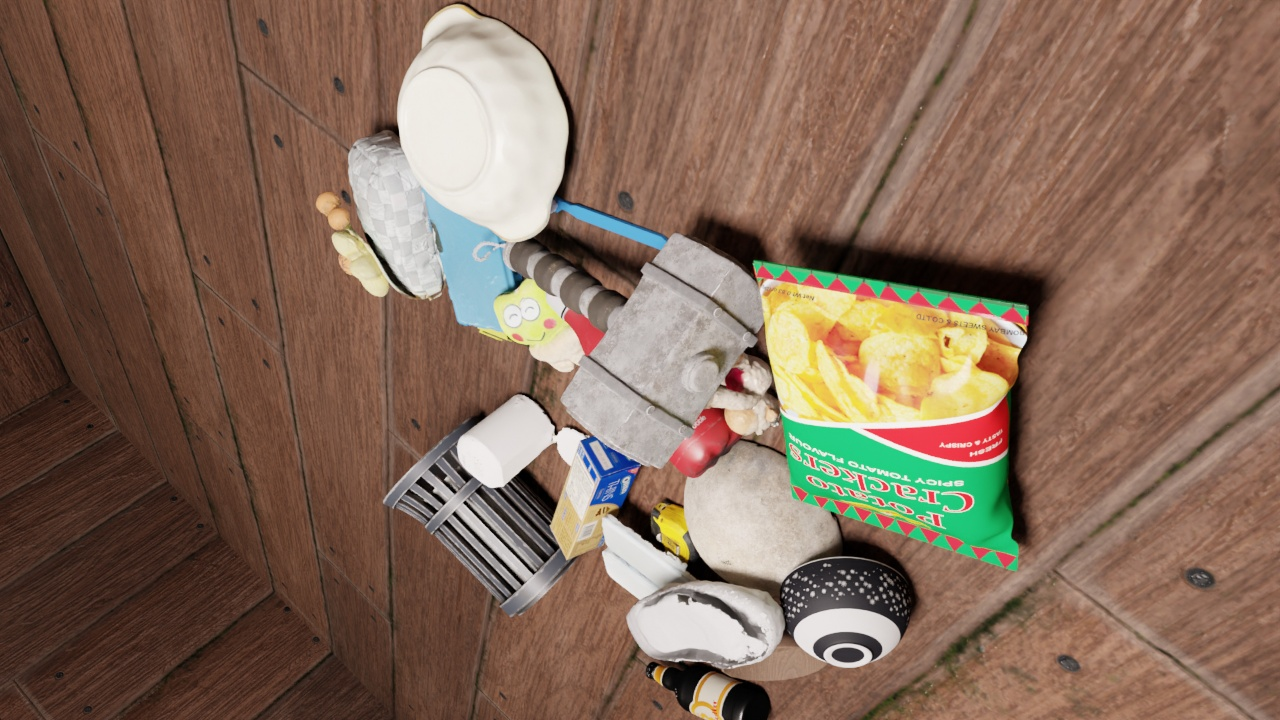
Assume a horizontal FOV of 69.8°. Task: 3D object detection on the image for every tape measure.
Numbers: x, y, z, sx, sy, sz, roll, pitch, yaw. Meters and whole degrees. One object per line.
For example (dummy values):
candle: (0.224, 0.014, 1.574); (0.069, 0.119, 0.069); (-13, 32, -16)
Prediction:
tape measure: (0.042, 0.197, 1.036); (0.064, 0.037, 0.066); (27, 139, 30)

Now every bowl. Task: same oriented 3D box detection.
bowl: (-0.157, -0.208, 0.825); (0.189, 0.060, 0.219); (-15, 98, 37)
bowl: (0.105, 0.173, 0.912); (0.178, 0.081, 0.179); (31, 141, 28)
bowl: (0.189, 0.242, 0.846); (0.120, 0.066, 0.120); (4, 135, 4)
bowl: (0.145, 0.319, 1.004); (0.118, 0.030, 0.118); (-1, 144, -1)

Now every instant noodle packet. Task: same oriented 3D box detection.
instant noodle packet: (0.188, 0.045, 0.694); (0.196, 0.090, 0.253); (15, 135, 35)

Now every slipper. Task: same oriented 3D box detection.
slipper: (0.068, 0.265, 0.936); (0.112, 0.074, 0.247); (48, 151, -5)

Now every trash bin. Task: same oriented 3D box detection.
trash bin: (-0.197, 0.210, 1.209); (0.227, 0.163, 0.165); (45, 145, 1)

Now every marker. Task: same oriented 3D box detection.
marker: (-0.139, -0.025, 1.048); (0.124, 0.017, 0.021); (21, 91, 33)

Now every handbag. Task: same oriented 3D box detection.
handbag: (-0.282, -0.155, 0.998); (0.112, 0.123, 0.172); (45, 148, 42)

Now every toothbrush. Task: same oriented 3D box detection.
toothbrush: (-0.042, -0.130, 0.853); (0.167, 0.014, 0.016); (25, 137, 31)

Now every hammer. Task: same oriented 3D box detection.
hammer: (-0.047, -0.058, 0.823); (0.326, 0.177, 0.079); (35, -178, 42)

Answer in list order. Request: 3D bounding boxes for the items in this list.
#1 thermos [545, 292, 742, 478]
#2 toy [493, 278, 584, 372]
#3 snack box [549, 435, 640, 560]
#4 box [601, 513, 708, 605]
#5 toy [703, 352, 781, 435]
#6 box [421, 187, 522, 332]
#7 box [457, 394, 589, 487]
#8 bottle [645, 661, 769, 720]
thermos: (-0.005, 0.005, 0.885); (0.240, 0.073, 0.073); (47, 145, 15)
toy: (-0.099, -0.036, 0.970); (0.092, 0.046, 0.115); (-25, 112, 33)
snack box: (-0.056, 0.160, 1.082); (0.056, 0.057, 0.207); (59, 149, 27)
box: (0.037, 0.277, 1.090); (0.209, 0.037, 0.189); (34, 158, 19)
toy: (0.084, 0.028, 0.822); (0.106, 0.074, 0.085); (42, -178, -23)
box: (-0.172, -0.136, 0.977); (0.093, 0.052, 0.232); (10, 131, 21)
box: (-0.135, 0.114, 1.098); (0.150, 0.106, 0.080); (28, 141, 26)
bottle: (0.078, 0.428, 1.187); (0.182, 0.059, 0.059); (6, 126, 45)
